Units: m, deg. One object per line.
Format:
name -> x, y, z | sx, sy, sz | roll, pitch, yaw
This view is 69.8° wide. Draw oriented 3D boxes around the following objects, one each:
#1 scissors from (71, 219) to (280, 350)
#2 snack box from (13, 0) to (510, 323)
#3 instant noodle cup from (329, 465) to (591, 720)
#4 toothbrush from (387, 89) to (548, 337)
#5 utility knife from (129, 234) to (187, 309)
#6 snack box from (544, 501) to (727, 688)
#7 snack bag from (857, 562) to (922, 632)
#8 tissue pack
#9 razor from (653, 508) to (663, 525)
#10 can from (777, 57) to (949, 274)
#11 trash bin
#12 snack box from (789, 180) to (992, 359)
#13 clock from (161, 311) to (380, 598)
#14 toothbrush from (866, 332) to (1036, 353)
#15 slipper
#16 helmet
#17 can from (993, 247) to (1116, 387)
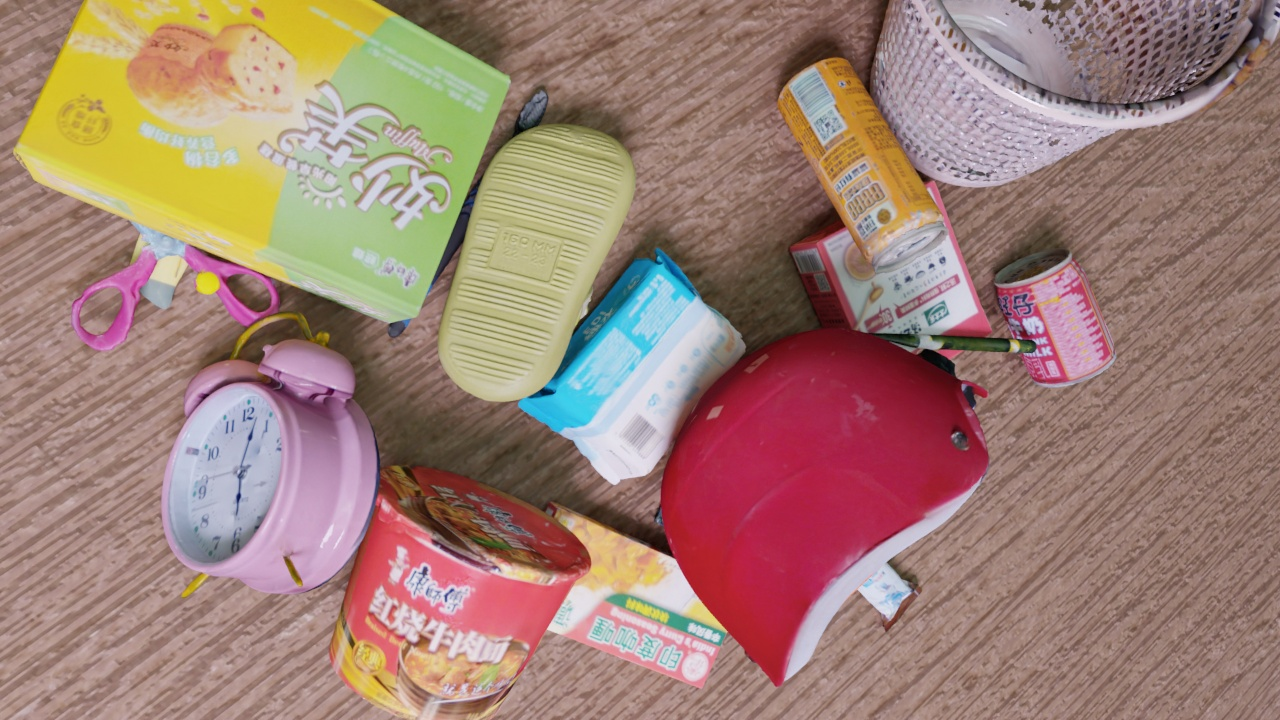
scissors -> -0.270, -0.059, 0.517 | 0.135, 0.017, 0.133 | -47, 113, -17
snack box -> -0.197, -0.131, 0.508 | 0.210, 0.070, 0.157 | 24, 79, -25
instant noodle cup -> -0.112, 0.139, 0.544 | 0.138, 0.138, 0.108 | 22, 94, -20
toothbrush -> -0.110, -0.095, 0.589 | 0.014, 0.016, 0.189 | 33, 82, -14
utility knife -> -0.250, -0.134, 0.532 | 0.031, 0.022, 0.213 | 20, 92, -23
snack box -> -0.009, 0.163, 0.633 | 0.155, 0.027, 0.077 | 27, 85, -20
snack bag -> 0.176, 0.163, 0.702 | 0.048, 0.026, 0.104 | -46, 108, -13
tissue pack -> -0.004, 0.004, 0.607 | 0.090, 0.063, 0.140 | 43, 79, -20
razor -> 0.079, 0.127, 0.668 | 0.142, 0.022, 0.042 | 29, 84, -20
can -> 0.151, -0.135, 0.631 | 0.058, 0.058, 0.146 | -19, 73, -19
trash bin -> 0.251, -0.218, 0.603 | 0.227, 0.192, 0.227 | 1, 78, -3
snack box -> 0.188, -0.053, 0.687 | 0.113, 0.044, 0.127 | -28, 101, -18
clock -> -0.206, 0.049, 0.507 | 0.059, 0.117, 0.158 | 28, 55, -54
toothbrush -> 0.212, -0.010, 0.666 | 0.185, 0.012, 0.017 | 2, 97, -21
slipper -> -0.067, -0.059, 0.576 | 0.091, 0.082, 0.190 | 19, 70, 0
helmet -> 0.101, 0.062, 0.579 | 0.144, 0.239, 0.207 | 39, 111, 7
can -> 0.327, -0.035, 0.728 | 0.066, 0.066, 0.094 | -32, 103, -16
